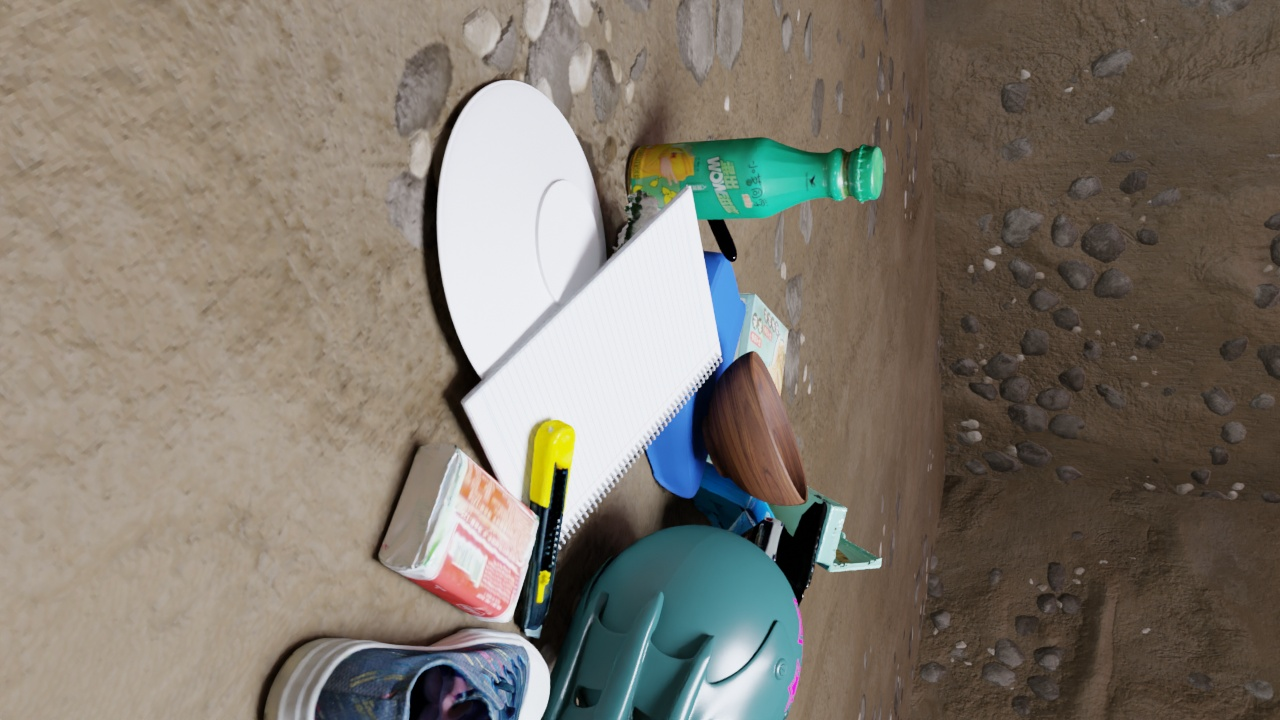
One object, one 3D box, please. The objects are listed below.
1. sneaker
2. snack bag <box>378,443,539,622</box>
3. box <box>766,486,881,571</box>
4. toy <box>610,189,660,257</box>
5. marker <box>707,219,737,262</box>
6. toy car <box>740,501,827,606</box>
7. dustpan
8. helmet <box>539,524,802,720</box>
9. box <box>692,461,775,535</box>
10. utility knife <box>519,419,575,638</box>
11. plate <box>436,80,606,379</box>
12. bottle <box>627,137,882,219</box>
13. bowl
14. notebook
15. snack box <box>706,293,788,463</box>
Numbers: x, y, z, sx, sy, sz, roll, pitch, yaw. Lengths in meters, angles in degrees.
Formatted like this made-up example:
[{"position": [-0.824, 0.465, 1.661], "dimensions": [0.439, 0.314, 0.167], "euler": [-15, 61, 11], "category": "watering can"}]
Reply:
[{"position": [-0.104, 0.203, 0.530], "dimensions": [0.235, 0.079, 0.087], "euler": [36, 59, -62], "category": "sneaker"}, {"position": [-0.107, 0.109, 0.566], "dimensions": [0.116, 0.036, 0.076], "euler": [56, 42, -53], "category": "snack bag"}, {"position": [0.205, 0.185, 1.072], "dimensions": [0.188, 0.093, 0.077], "euler": [-159, -96, -70], "category": "box"}, {"position": [0.011, -0.074, 0.735], "dimensions": [0.109, 0.041, 0.095], "euler": [33, 71, -46], "category": "toy"}, {"position": [0.074, -0.136, 0.899], "dimensions": [0.018, 0.015, 0.133], "euler": [33, 26, -32], "category": "marker"}, {"position": [0.118, 0.207, 0.865], "dimensions": [0.192, 0.071, 0.093], "euler": [92, 18, -52], "category": "toy car"}, {"position": [0.039, -0.041, 0.851], "dimensions": [0.258, 0.059, 0.244], "euler": [75, 28, -54], "category": "dustpan"}, {"position": [0.018, 0.252, 0.703], "dimensions": [0.274, 0.177, 0.200], "euler": [-58, 149, -29], "category": "helmet"}, {"position": [0.092, 0.211, 0.981], "dimensions": [0.115, 0.094, 0.243], "euler": [-56, 146, -17], "category": "box"}, {"position": [-0.067, 0.124, 0.643], "dimensions": [0.028, 0.020, 0.173], "euler": [-14, 119, -49], "category": "utility knife"}, {"position": [-0.061, -0.078, 0.637], "dimensions": [0.229, 0.030, 0.229], "euler": [-1, 90, -67], "category": "plate"}, {"position": [0.096, -0.154, 0.779], "dimensions": [0.068, 0.210, 0.068], "euler": [3, 90, -66], "category": "bottle"}, {"position": [0.098, 0.071, 0.850], "dimensions": [0.147, 0.069, 0.147], "euler": [-20, 90, -76], "category": "bowl"}, {"position": [-0.019, 0.012, 0.679], "dimensions": [0.244, 0.013, 0.178], "euler": [-47, 142, -30], "category": "notebook"}, {"position": [0.122, 0.035, 1.060], "dimensions": [0.141, 0.044, 0.193], "euler": [32, 65, -62], "category": "snack box"}]
